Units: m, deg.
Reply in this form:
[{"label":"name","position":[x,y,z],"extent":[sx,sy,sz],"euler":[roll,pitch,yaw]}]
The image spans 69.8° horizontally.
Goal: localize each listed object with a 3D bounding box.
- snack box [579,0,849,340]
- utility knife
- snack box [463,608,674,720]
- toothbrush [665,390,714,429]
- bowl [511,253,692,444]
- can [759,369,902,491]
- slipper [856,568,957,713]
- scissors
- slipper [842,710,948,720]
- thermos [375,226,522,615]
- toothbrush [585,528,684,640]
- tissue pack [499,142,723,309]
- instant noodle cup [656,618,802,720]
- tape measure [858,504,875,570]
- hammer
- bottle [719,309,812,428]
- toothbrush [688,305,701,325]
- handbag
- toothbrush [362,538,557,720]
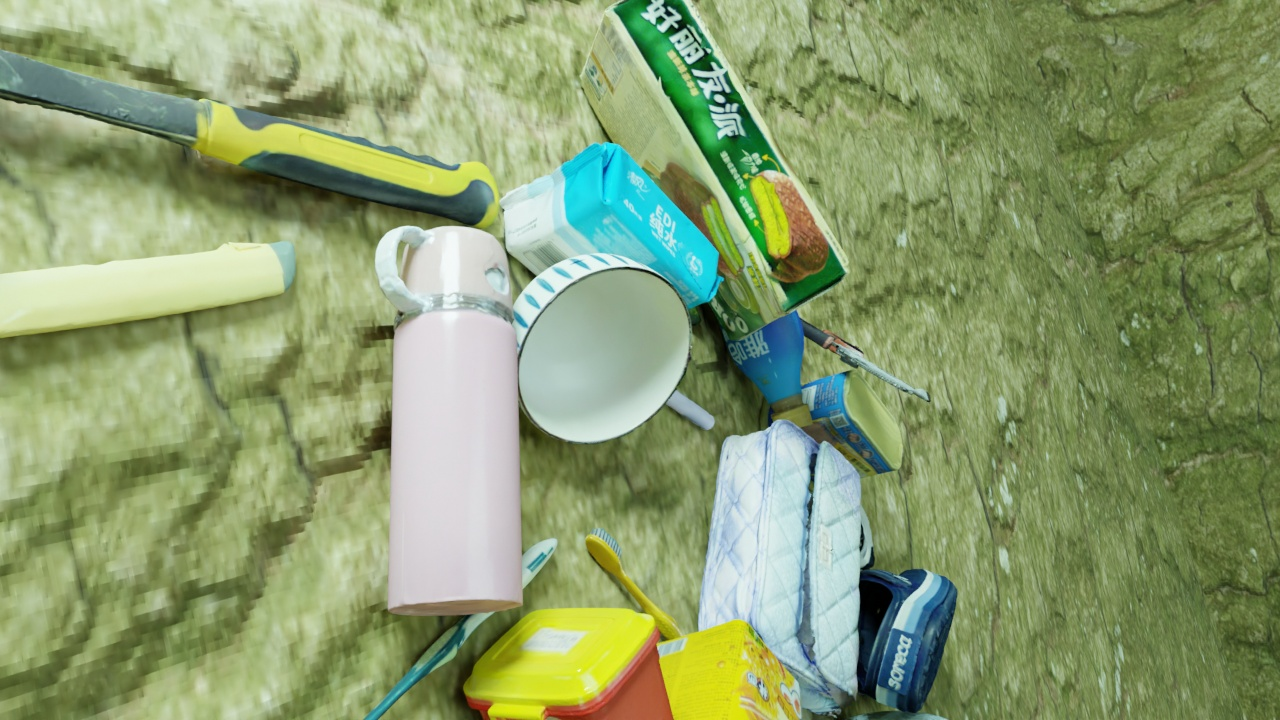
[{"label":"snack box","position":[0.047,-0.137,0.662],"extent":[0.063,0.115,0.240],"euler":[-31,88,-16]},{"label":"utility knife","position":[-0.223,-0.030,0.380],"extent":[0.197,0.021,0.031],"euler":[-19,84,-61]},{"label":"snack box","position":[-0.033,0.179,0.475],"extent":[0.081,0.091,0.080],"euler":[-33,108,-53]},{"label":"toothbrush","position":[-0.004,0.004,0.652],"extent":[0.189,0.029,0.021],"euler":[38,87,-39]},{"label":"bowl","position":[-0.034,-0.014,0.562],"extent":[0.116,0.116,0.066],"euler":[34,6,-40]},{"label":"can","position":[0.166,0.061,0.790],"extent":[0.102,0.083,0.057],"euler":[47,42,-29]},{"label":"slipper","position":[0.205,0.227,0.762],"extent":[0.252,0.095,0.105],"euler":[18,91,-70]},{"label":"scissors","position":[0.179,-0.003,0.766],"extent":[0.197,0.205,0.015],"euler":[14,106,-60]},{"label":"slipper","position":[0.155,0.323,0.644],"extent":[0.244,0.104,0.074],"euler":[-20,87,-50]},{"label":"thermos","position":[-0.101,0.026,0.470],"extent":[0.087,0.067,0.198],"euler":[26,55,-57]},{"label":"toothbrush","position":[0.022,0.177,0.608],"extent":[0.191,0.016,0.018],"euler":[52,33,-22]},{"label":"tissue pack","position":[-0.017,-0.078,0.610],"extent":[0.140,0.090,0.063],"euler":[40,45,-35]},{"label":"instant noodle cup","position":[0.043,0.231,0.539],"extent":[0.116,0.116,0.123],"euler":[52,28,-23]},{"label":"tape measure","position":[0.175,0.153,0.803],"extent":[0.065,0.034,0.066],"euler":[16,64,-51]},{"label":"hammer","position":[-0.195,-0.105,0.442],"extent":[0.322,0.032,0.126],"euler":[6,70,-52]},{"label":"bottle","position":[0.092,-0.047,0.753],"extent":[0.065,0.065,0.218],"euler":[-10,80,-54]},{"label":"toothbrush","position":[0.009,-0.114,0.729],"extent":[0.017,0.012,0.186],"euler":[-24,94,-48]},{"label":"handbag","position":[0.115,0.150,0.690],"extent":[0.134,0.076,0.193],"euler":[39,47,-34]},{"label":"toothbrush","position":[-0.095,0.146,0.470],"extent":[0.191,0.016,0.018],"euler":[-39,116,-52]}]
